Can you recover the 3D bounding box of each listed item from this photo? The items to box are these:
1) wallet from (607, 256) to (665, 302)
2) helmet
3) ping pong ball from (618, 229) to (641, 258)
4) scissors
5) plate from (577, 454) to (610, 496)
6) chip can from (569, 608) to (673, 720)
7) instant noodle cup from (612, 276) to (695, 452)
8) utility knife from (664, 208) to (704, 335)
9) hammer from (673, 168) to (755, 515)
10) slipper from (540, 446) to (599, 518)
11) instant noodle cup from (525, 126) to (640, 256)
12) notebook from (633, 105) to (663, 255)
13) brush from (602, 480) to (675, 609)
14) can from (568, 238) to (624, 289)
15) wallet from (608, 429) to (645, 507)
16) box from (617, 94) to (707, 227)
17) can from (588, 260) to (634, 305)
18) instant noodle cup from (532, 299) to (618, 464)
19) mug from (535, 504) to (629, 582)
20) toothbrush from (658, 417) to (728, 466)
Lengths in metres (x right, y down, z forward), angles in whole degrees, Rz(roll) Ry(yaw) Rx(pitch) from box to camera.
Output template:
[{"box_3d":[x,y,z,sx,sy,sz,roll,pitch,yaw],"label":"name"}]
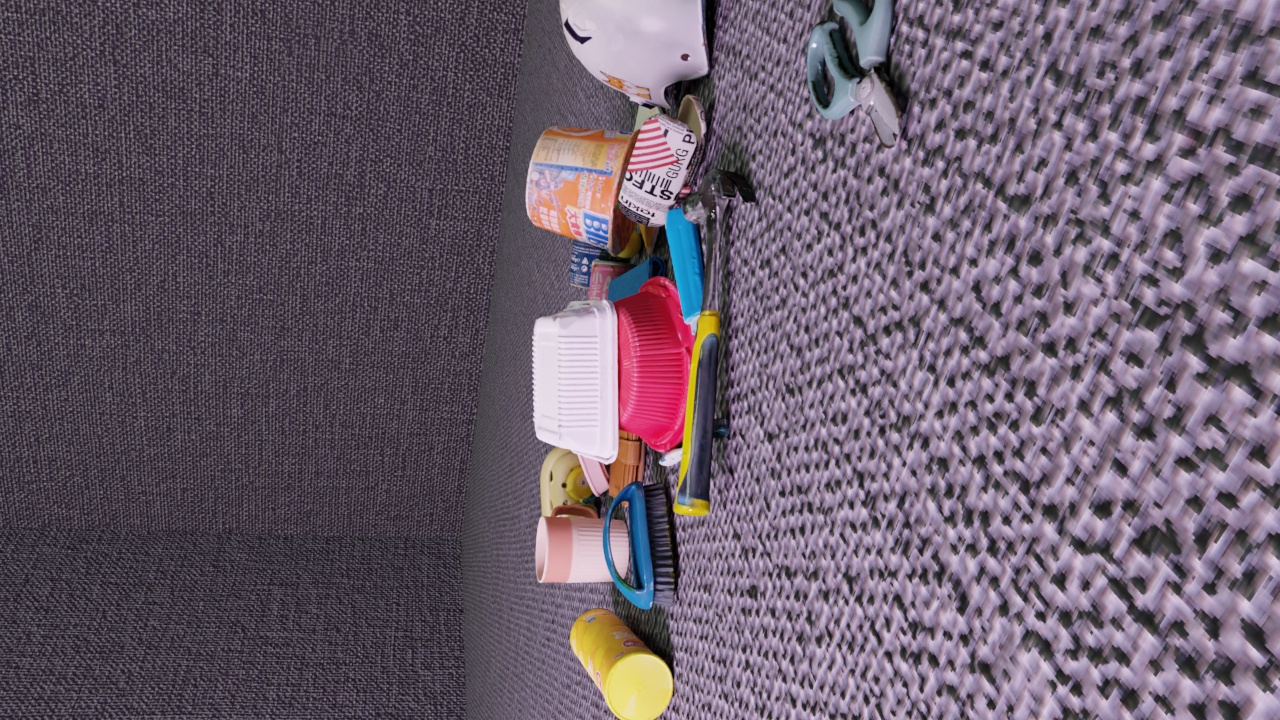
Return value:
[{"box_3d":[-0.006,-0.061,1.119,0.133,0.040,0.106,160,114,-66],"label":"wallet"},{"box_3d":[-0.013,-0.405,1.016,0.274,0.156,0.230,-143,59,-73],"label":"helmet"},{"box_3d":[-0.019,-0.153,1.192,0.040,0.040,0.040,-176,91,-75],"label":"ping pong ball"},{"box_3d":[0.142,-0.187,0.632,0.130,0.019,0.185,123,149,-62],"label":"scissors"},{"box_3d":[-0.076,0.067,1.218,0.229,0.028,0.229,69,-175,-90],"label":"plate"},{"box_3d":[-0.026,0.334,1.023,0.213,0.072,0.072,170,104,-76],"label":"chip can"},{"box_3d":[-0.006,0.006,0.989,0.194,0.065,0.194,177,90,-66],"label":"instant noodle cup"},{"box_3d":[0.049,-0.094,0.941,0.018,0.034,0.159,51,-153,-54],"label":"utility knife"},{"box_3d":[0.060,-0.022,0.836,0.126,0.032,0.323,144,133,-71],"label":"hammer"},{"box_3d":[-0.091,0.213,1.313,0.082,0.091,0.190,19,107,50],"label":"slipper"},{"box_3d":[-0.064,-0.209,1.095,0.151,0.111,0.151,15,-91,-80],"label":"instant noodle cup"},{"box_3d":[0.011,-0.249,1.166,0.206,0.010,0.146,-104,23,-50],"label":"notebook"},{"box_3d":[-0.004,0.193,0.971,0.055,0.073,0.143,105,162,-51],"label":"brush"},{"box_3d":[-0.057,-0.155,1.271,0.075,0.075,0.111,-133,49,-71],"label":"can"},{"box_3d":[-0.016,0.108,1.131,0.108,0.031,0.132,-171,84,-77],"label":"wallet"},{"box_3d":[0.033,-0.214,0.987,0.087,0.076,0.163,-61,-4,-34],"label":"box"},{"box_3d":[-0.042,-0.058,1.221,0.058,0.058,0.147,-153,68,-74],"label":"can"},{"box_3d":[-0.076,0.021,0.994,0.138,0.060,0.173,-175,85,-65],"label":"instant noodle cup"},{"box_3d":[-0.077,0.231,1.174,0.114,0.105,0.082,-106,25,-54],"label":"mug"},{"box_3d":[0.050,0.083,0.913,0.192,0.016,0.018,135,147,-68],"label":"toothbrush"}]
